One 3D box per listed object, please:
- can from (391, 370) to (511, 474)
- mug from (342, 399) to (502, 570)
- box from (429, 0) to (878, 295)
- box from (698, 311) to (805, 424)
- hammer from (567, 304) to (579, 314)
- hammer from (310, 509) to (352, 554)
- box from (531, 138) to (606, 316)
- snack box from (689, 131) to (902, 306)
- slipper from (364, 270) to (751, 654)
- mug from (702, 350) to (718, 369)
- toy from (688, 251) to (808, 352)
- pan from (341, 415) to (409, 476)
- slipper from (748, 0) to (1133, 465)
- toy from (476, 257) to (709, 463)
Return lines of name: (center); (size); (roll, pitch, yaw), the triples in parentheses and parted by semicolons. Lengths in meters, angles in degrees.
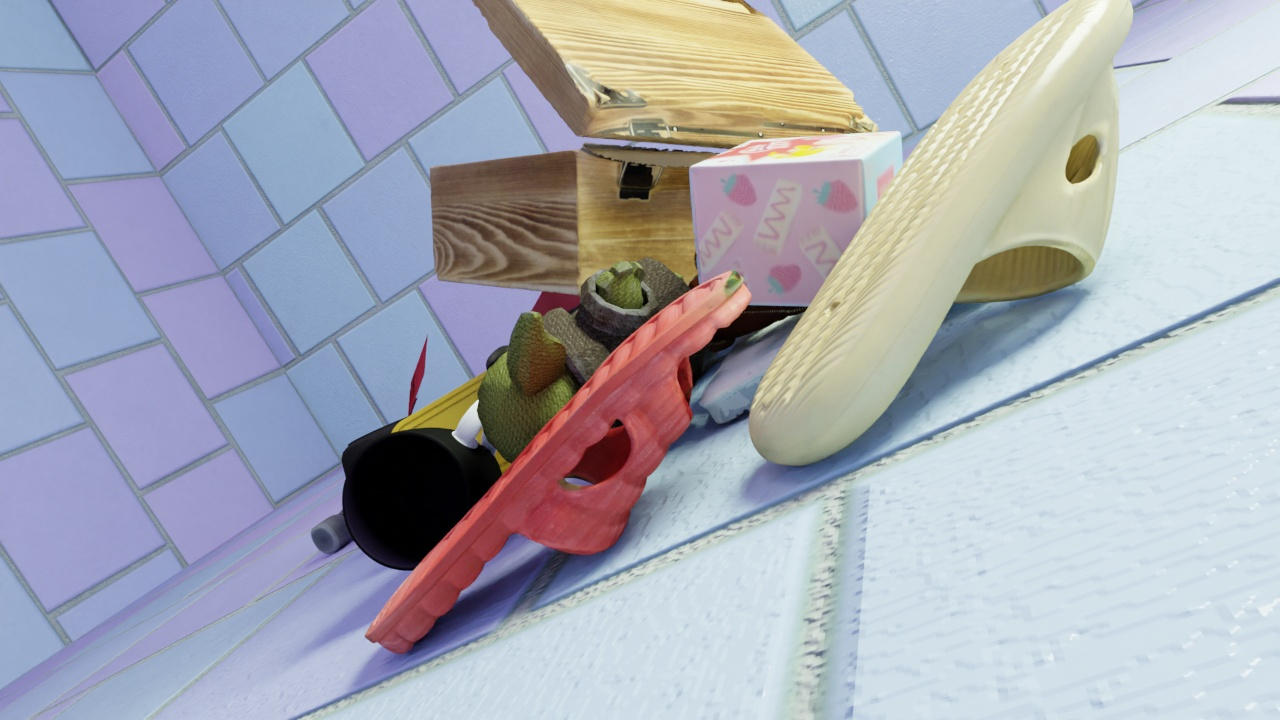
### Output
can: (-0.113, 0.058, 0.715); (0.131, 0.072, 0.101); (-31, -9, -3)
mug: (-0.119, 0.072, 0.587); (0.119, 0.085, 0.100); (-54, -10, 4)
box: (0.017, -0.185, 0.700); (0.278, 0.264, 0.270); (-5, 12, -36)
box: (0.132, -0.038, 0.570); (0.190, 0.037, 0.208); (-31, 6, 24)
hammer: (-0.030, -0.054, 0.895); (0.111, 0.028, 0.300); (-34, 2, 20)
hammer: (-0.196, 0.111, 0.980); (0.325, 0.034, 0.169); (-26, 6, 27)
box: (-0.001, -0.220, 1.114); (0.466, 0.138, 0.215); (-61, 7, -23)
snack box: (0.090, -0.081, 0.510); (0.095, 0.079, 0.092); (3, 22, 28)
slipper: (-0.030, 0.059, 0.437); (0.249, 0.059, 0.103); (-46, 5, 7)
mug: (-0.004, 0.004, 0.741); (0.107, 0.080, 0.116); (-31, -21, -16)
toy: (0.083, -0.043, 0.589); (0.090, 0.071, 0.103); (-22, 19, -38)
pan: (-0.182, 0.060, 0.932); (0.203, 0.044, 0.357); (-21, -3, -36)
slipper: (0.143, -0.047, 0.402); (0.261, 0.079, 0.111); (-52, 9, -17)
toy: (-0.028, 0.003, 0.540); (0.152, 0.078, 0.180); (-33, -28, -28)
